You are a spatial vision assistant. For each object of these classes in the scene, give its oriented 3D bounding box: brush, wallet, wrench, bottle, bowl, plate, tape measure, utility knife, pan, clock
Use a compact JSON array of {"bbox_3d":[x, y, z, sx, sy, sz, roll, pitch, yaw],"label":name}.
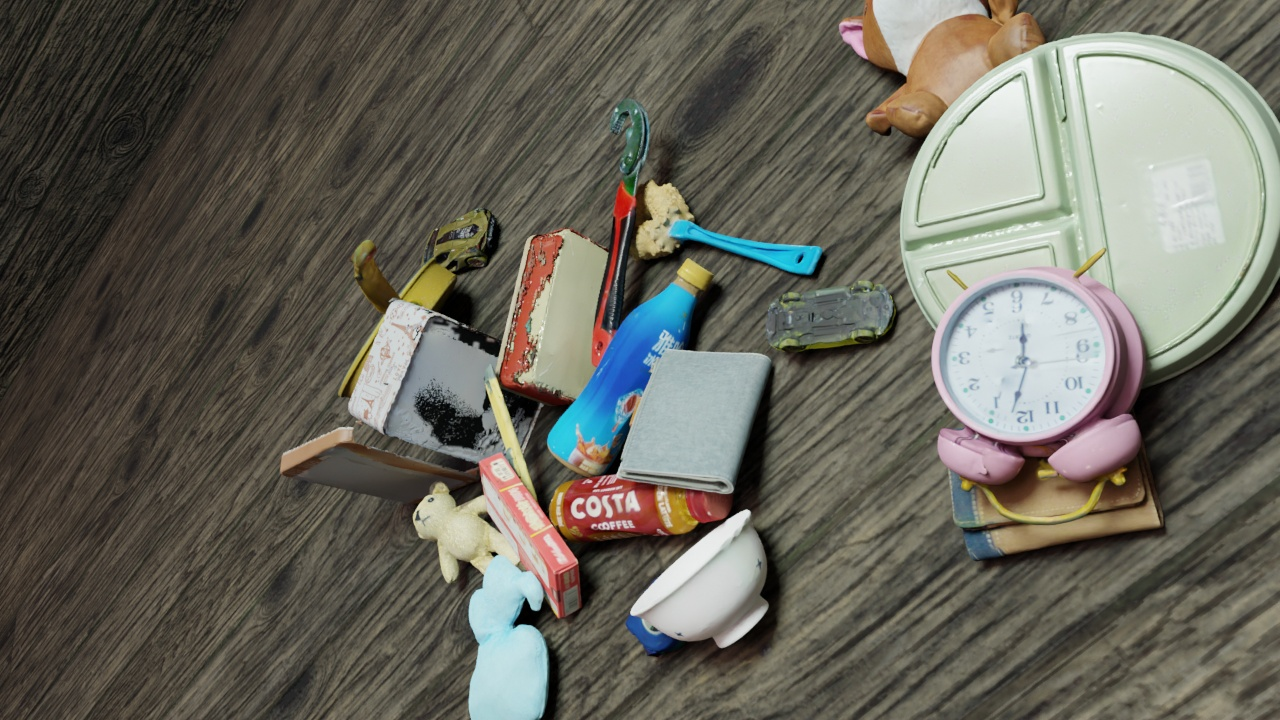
[{"bbox_3d":[0.065,-0.115,0.856,0.255,0.046,0.083,22,85,44],"label":"brush"},{"bbox_3d":[0.256,0.073,0.578,0.115,0.033,0.090,-19,58,34],"label":"wallet"},{"bbox_3d":[-0.022,-0.127,0.899,0.056,0.016,0.273,-4,77,50],"label":"wrench"},{"bbox_3d":[-0.001,0.124,0.790,0.175,0.057,0.057,-15,62,41],"label":"bottle"},{"bbox_3d":[0.057,0.176,0.693,0.118,0.118,0.064,-42,86,23],"label":"bowl"},{"bbox_3d":[-0.005,0.005,0.844,0.219,0.065,0.065,-57,43,10],"label":"bottle"},{"bbox_3d":[0.273,-0.091,0.577,0.231,0.027,0.230,2,94,35],"label":"plate"},{"bbox_3d":[0.019,0.212,0.754,0.054,0.025,0.058,42,106,45],"label":"tape measure"},{"bbox_3d":[0.043,0.048,0.756,0.107,0.037,0.129,3,50,25],"label":"wallet"},{"bbox_3d":[-0.116,0.102,0.891,0.031,0.021,0.205,-26,87,63],"label":"utility knife"},{"bbox_3d":[-0.278,-0.054,1.012,0.197,0.078,0.358,-59,9,-17],"label":"pan"},{"bbox_3d":[0.234,0.018,0.547,0.117,0.059,0.158,-6,84,35],"label":"clock"}]

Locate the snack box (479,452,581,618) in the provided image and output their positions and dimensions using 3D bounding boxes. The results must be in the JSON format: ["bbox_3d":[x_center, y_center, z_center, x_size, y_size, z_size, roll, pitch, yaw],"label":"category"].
[{"bbox_3d":[-0.104,0.161,0.855,0.153,0.025,0.075,46,149,39],"label":"snack box"}]

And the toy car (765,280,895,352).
[{"bbox_3d":[0.151,-0.031,0.731,0.105,0.032,0.048,-8,65,30],"label":"toy car"}]

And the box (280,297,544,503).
[{"bbox_3d":[-0.227,0.069,0.956,0.271,0.179,0.134,-47,47,18],"label":"box"}]

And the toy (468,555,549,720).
[{"bbox_3d":[-0.121,0.273,0.840,0.162,0.049,0.156,-58,48,22],"label":"toy"}]

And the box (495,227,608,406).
[{"bbox_3d":[-0.078,-0.043,0.921,0.076,0.091,0.168,-7,67,47],"label":"box"}]

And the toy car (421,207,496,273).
[{"bbox_3d":[-0.237,-0.145,1.167,0.158,0.042,0.070,-16,60,43],"label":"toy car"}]

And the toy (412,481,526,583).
[{"bbox_3d":[-0.172,0.184,0.930,0.157,0.066,0.105,26,94,33],"label":"toy"}]

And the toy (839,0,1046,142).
[{"bbox_3d":[0.223,-0.246,0.700,0.140,0.130,0.199,-30,43,26],"label":"toy"}]
